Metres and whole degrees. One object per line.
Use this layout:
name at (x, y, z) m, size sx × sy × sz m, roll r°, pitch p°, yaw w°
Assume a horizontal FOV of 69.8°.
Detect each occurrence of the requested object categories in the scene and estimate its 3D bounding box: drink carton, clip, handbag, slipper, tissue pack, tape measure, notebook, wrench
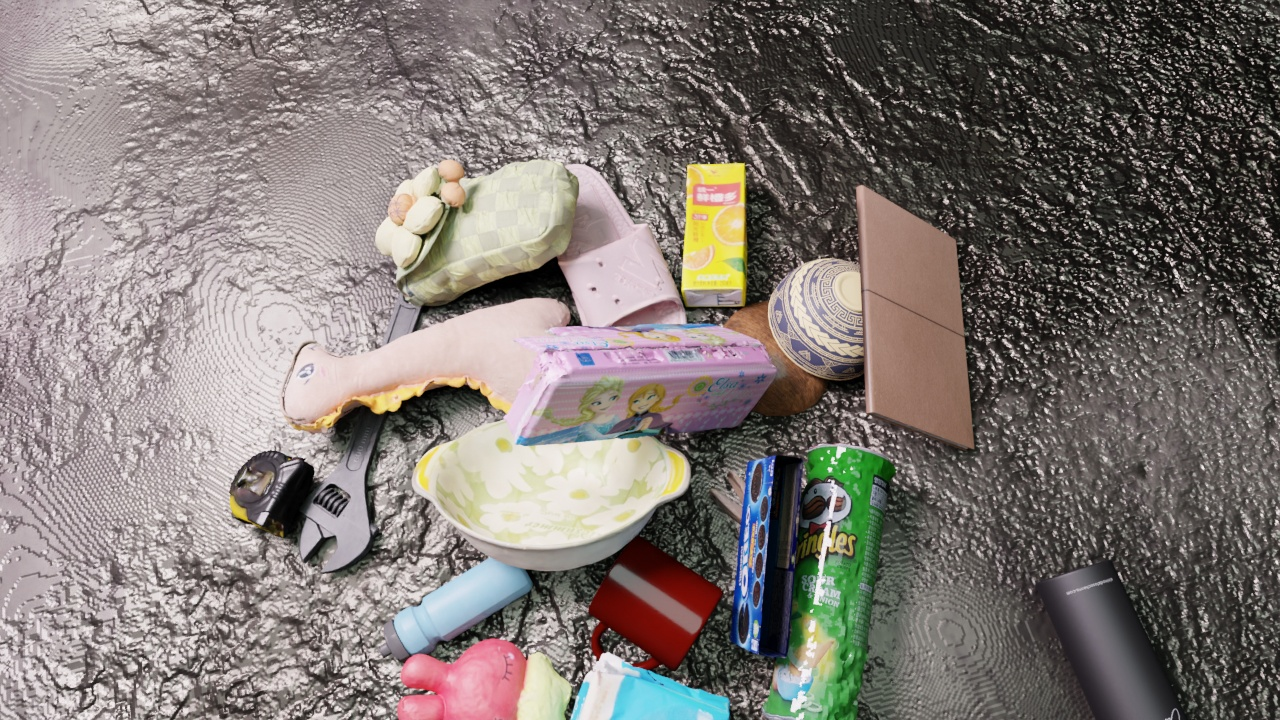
drink carton at (0.071, -0.119, 0.864) m, size 0.058 × 0.043 × 0.134 m, roll 0°, pitch 69°, yaw 9°
clip at (0.080, 0.128, 0.779) m, size 0.043 × 0.025 × 0.061 m, roll -32°, pitch 77°, yaw -12°
handbag at (-0.151, -0.130, 0.816) m, size 0.187 × 0.117 × 0.113 m, roll -16°, pitch 59°, yaw 21°
slipper at (-0.028, -0.092, 0.845) m, size 0.094 × 0.064 × 0.239 m, roll -23°, pitch 69°, yaw -9°
tissue pack at (-0.015, 0.334, 0.673) m, size 0.117 × 0.066 × 0.209 m, roll 21°, pitch 71°, yaw -1°
tape measure at (-0.313, 0.107, 0.770) m, size 0.063 × 0.038 × 0.067 m, roll 11°, pitch 67°, yaw 31°
notebook at (0.240, -0.037, 0.805) m, size 0.141 × 0.008 × 0.208 m, roll 19°, pitch 64°, yaw -35°
wrench at (-0.238, 0.053, 0.813) m, size 0.073 × 0.018 × 0.272 m, roll 11°, pitch 68°, yaw 4°

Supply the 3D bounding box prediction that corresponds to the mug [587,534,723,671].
mug at (0.005, 0.205, 0.730) m, size 0.082 × 0.073 × 0.106 m, roll 31°, pitch 100°, yaw 12°

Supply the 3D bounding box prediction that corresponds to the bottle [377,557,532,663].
bottle at (-0.152, 0.201, 0.742) m, size 0.130 × 0.040 × 0.040 m, roll -30°, pitch 72°, yaw -11°

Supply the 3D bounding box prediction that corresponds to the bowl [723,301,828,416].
bowl at (0.123, -0.007, 0.830) m, size 0.102 × 0.026 × 0.114 m, roll -7°, pitch 69°, yaw -3°

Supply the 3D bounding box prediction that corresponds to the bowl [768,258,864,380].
bowl at (0.177, -0.046, 0.810) m, size 0.112 × 0.061 × 0.112 m, roll 8°, pitch 61°, yaw -14°

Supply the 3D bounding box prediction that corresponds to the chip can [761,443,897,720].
chip can at (0.151, 0.182, 0.732) m, size 0.075 × 0.075 × 0.222 m, roll 13°, pitch 70°, yaw 5°

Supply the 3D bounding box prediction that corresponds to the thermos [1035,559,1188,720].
thermos at (0.382, 0.273, 0.701) m, size 0.061 × 0.061 × 0.231 m, roll -16°, pitch 69°, yaw -6°

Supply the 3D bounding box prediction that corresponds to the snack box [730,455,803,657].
snack box at (0.099, 0.152, 0.725) m, size 0.027 × 0.082 × 0.150 m, roll 9°, pitch 78°, yaw -8°

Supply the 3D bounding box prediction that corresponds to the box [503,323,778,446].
box at (-0.005, 0.003, 0.748) m, size 0.230 × 0.085 × 0.096 m, roll -2°, pitch 47°, yaw -37°

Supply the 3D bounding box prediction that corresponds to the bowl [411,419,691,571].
bowl at (-0.069, 0.111, 0.737) m, size 0.219 × 0.060 × 0.188 m, roll 0°, pitch 28°, yaw 3°

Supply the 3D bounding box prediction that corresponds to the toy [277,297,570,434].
toy at (-0.167, 0.021, 0.783) m, size 0.263 × 0.065 × 0.196 m, roll -20°, pitch 52°, yaw -19°

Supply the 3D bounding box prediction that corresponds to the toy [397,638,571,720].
toy at (-0.120, 0.262, 0.709) m, size 0.135 × 0.045 × 0.091 m, roll 14°, pitch 62°, yaw -9°
